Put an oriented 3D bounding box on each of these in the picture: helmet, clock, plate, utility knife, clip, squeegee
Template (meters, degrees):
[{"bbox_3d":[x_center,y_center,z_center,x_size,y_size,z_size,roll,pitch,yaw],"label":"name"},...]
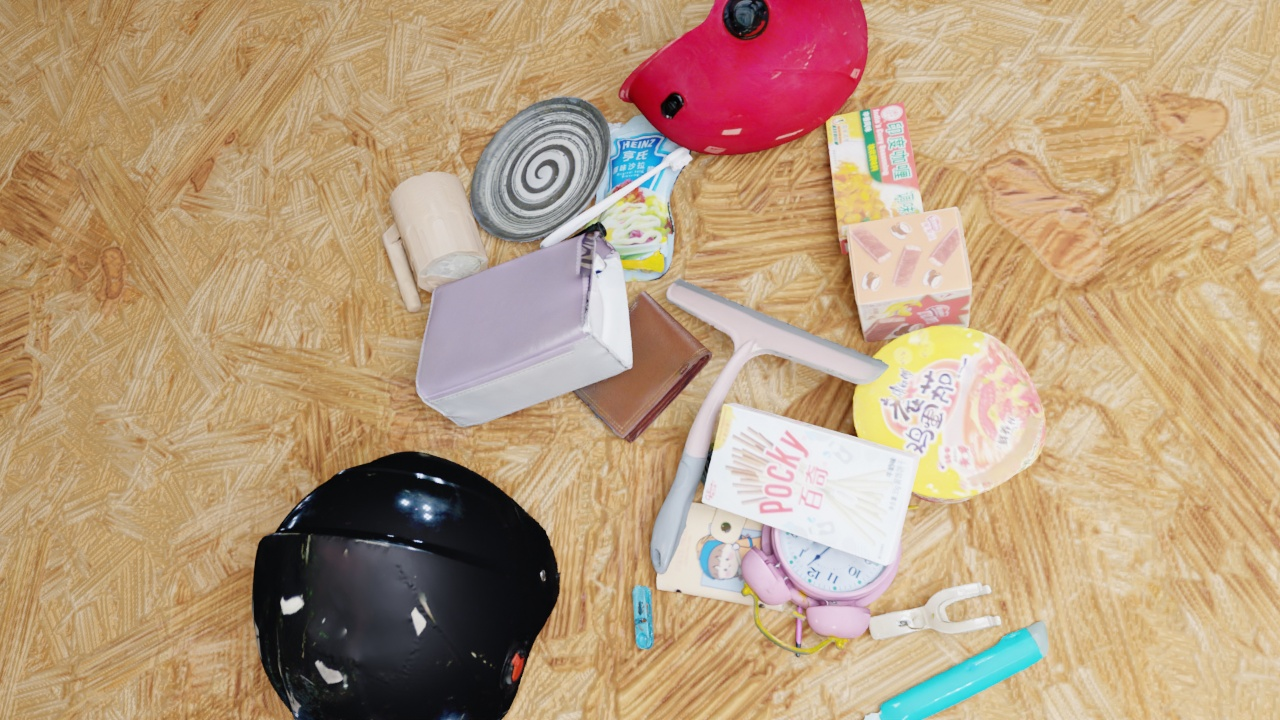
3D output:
[{"bbox_3d":[-0.212,0.218,0.789,0.234,0.230,0.274,-1,91,20],"label":"helmet"},{"bbox_3d":[0.150,0.164,0.757,0.117,0.060,0.158,29,77,13],"label":"clock"},{"bbox_3d":[-0.105,-0.205,0.996,0.180,0.024,0.179,-11,65,25],"label":"plate"},{"bbox_3d":[0.113,-0.270,0.866,0.240,0.207,0.144,-37,89,-6],"label":"helmet"},{"bbox_3d":[0.230,0.268,0.733,0.216,0.013,0.029,-29,67,4],"label":"utility knife"},{"bbox_3d":[0.246,0.208,0.746,0.103,0.092,0.035,-35,59,43],"label":"clip"},{"bbox_3d":[0.056,0.071,0.793,0.248,0.040,0.249,27,97,44],"label":"squeegee"},{"bbox_3d":[0.003,0.229,0.818,0.014,0.043,0.056,-8,72,16],"label":"clip"}]

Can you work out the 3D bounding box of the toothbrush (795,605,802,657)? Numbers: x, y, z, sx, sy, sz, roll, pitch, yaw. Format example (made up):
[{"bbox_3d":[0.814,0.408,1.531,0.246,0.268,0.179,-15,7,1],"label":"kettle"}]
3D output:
[{"bbox_3d":[0.144,0.161,0.800,0.018,0.014,0.189,3,73,6],"label":"toothbrush"}]

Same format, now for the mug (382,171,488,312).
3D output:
[{"bbox_3d":[-0.229,-0.125,0.993,0.125,0.084,0.103,-37,63,30],"label":"mug"}]

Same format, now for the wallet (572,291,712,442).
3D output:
[{"bbox_3d":[-0.005,0.005,0.895,0.124,0.032,0.101,-47,62,-3],"label":"wallet"}]

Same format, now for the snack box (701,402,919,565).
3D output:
[{"bbox_3d":[0.129,0.093,0.715,0.157,0.026,0.085,15,98,27],"label":"snack box"}]

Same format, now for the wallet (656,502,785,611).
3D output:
[{"bbox_3d":[0.076,0.169,0.815,0.115,0.024,0.087,5,78,21],"label":"wallet"}]

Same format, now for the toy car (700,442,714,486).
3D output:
[{"bbox_3d":[0.096,0.088,0.828,0.091,0.036,0.043,-22,65,10],"label":"toy car"}]

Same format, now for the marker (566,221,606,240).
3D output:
[{"bbox_3d":[-0.092,-0.105,0.947,0.132,0.022,0.020,-27,79,25],"label":"marker"}]

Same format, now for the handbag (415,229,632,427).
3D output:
[{"bbox_3d":[-0.111,-0.031,0.891,0.197,0.098,0.144,-19,56,23],"label":"handbag"}]

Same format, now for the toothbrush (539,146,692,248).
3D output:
[{"bbox_3d":[-0.026,-0.160,0.928,0.180,0.016,0.016,-31,62,11],"label":"toothbrush"}]

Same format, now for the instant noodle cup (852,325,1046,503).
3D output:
[{"bbox_3d":[0.248,0.055,0.750,0.138,0.110,0.137,-6,69,16],"label":"instant noodle cup"}]

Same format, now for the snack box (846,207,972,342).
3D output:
[{"bbox_3d":[0.236,-0.073,0.808,0.094,0.093,0.077,-8,69,15],"label":"snack box"}]

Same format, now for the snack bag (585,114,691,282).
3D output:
[{"bbox_3d":[-0.005,-0.175,0.955,0.110,0.039,0.190,-2,70,30],"label":"snack bag"}]

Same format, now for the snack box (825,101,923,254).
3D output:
[{"bbox_3d":[0.221,-0.174,0.871,0.077,0.027,0.155,-8,58,15],"label":"snack box"}]
